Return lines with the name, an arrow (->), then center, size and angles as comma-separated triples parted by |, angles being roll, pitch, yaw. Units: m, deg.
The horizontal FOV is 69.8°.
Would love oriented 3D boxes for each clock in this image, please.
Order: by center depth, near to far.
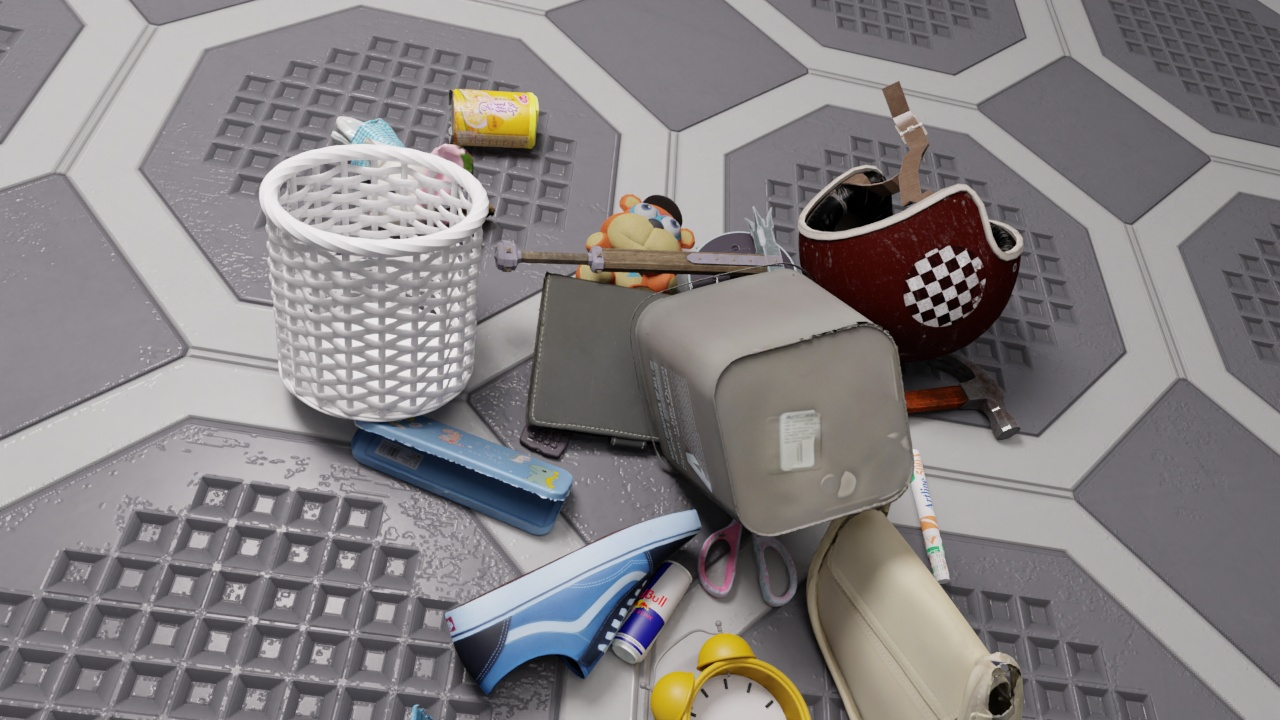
clock -> 0.075, 0.300, 0.770 | 0.113, 0.052, 0.152 | -30, 72, -30
clock -> 0.115, -0.070, 1.026 | 0.122, 0.045, 0.159 | -9, 67, -7

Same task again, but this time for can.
can -> 0.010, 0.223, 0.818 | 0.032, 0.032, 0.095 | 32, 54, 9
can -> -0.180, -0.294, 1.119 | 0.105, 0.068, 0.067 | -1, 55, -15

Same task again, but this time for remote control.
remote control -> -0.080, 0.044, 0.937 | 0.046, 0.009, 0.124 | 23, 53, 3

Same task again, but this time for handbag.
handbag -> 0.247, 0.238, 0.786 | 0.131, 0.184, 0.229 | -10, 42, -24

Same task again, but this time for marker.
marker -> 0.295, 0.159, 0.946 | 0.017, 0.017, 0.145 | 5, 54, -11

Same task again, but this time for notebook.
notebook -> -0.005, 0.005, 0.937 | 0.209, 0.029, 0.169 | 9, 75, -11

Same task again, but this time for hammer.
hammer -> 0.006, -0.099, 0.949 | 0.316, 0.028, 0.146 | 0, 65, -20
hammer -> 0.268, 0.048, 1.002 | 0.300, 0.028, 0.111 | -5, 56, -22

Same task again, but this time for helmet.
helmet -> 0.289, -0.129, 1.008 | 0.233, 0.253, 0.233 | -31, 24, -5

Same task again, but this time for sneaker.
sneaker -> -0.042, 0.212, 0.795 | 0.240, 0.084, 0.098 | -22, 81, -24

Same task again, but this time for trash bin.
trash bin -> 0.115, 0.033, 0.806 | 0.197, 0.197, 0.220 | -15, 15, -7

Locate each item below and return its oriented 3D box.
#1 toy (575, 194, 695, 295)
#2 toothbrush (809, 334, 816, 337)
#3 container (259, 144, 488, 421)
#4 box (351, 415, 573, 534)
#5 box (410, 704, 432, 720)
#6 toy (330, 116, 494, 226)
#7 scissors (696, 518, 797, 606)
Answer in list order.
toy -> -0.003, -0.119, 1.029 | 0.112, 0.096, 0.175 | 29, 43, -5
toothbrush -> 0.207, 0.031, 1.018 | 0.012, 0.013, 0.167 | -3, 57, -17
container -> -0.241, -0.073, 0.841 | 0.189, 0.187, 0.189 | 7, 36, -6
box -> -0.164, 0.088, 0.854 | 0.210, 0.064, 0.069 | 22, 50, 2
box -> -0.187, 0.361, 0.621 | 0.094, 0.110, 0.231 | 6, 54, -11
toy -> -0.278, -0.207, 1.019 | 0.205, 0.131, 0.105 | 32, 69, 17
scissors -> 0.119, 0.161, 0.904 | 0.108, 0.016, 0.178 | 18, 49, 0
